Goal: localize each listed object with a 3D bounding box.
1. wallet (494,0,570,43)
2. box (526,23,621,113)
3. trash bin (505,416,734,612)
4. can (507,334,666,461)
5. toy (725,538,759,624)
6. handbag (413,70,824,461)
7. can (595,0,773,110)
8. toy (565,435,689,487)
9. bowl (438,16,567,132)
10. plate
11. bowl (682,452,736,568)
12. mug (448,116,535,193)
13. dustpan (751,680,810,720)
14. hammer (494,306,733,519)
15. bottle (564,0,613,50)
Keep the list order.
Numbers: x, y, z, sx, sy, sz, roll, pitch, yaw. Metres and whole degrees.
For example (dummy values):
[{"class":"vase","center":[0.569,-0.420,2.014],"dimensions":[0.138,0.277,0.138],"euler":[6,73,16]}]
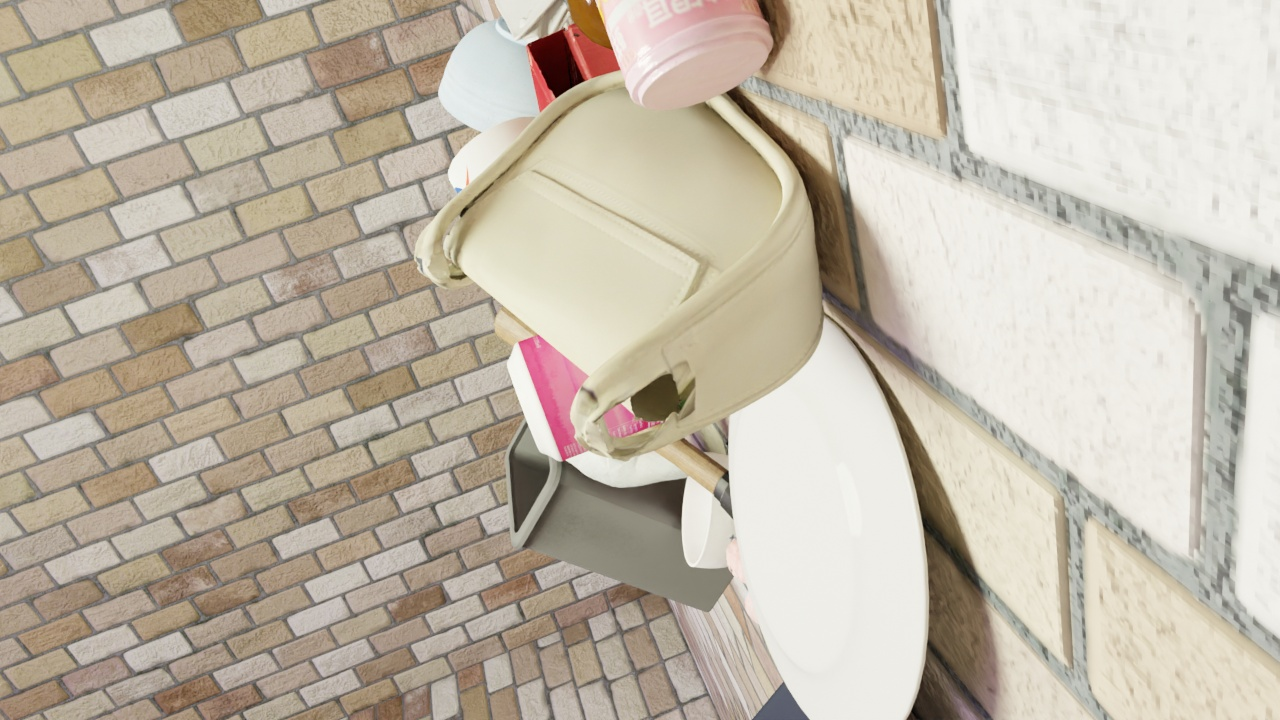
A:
[{"class":"wallet","center":[-0.077,-0.302,0.751],"dimensions":[0.032,0.086,0.116],"euler":[29,-153,-36]},{"class":"box","center":[-0.018,-0.146,0.657],"dimensions":[0.129,0.086,0.158],"euler":[95,153,-74]},{"class":"trash bin","center":[-0.021,0.146,0.962],"dimensions":[0.219,0.098,0.191],"euler":[24,-163,-19]},{"class":"can","center":[-0.004,0.004,0.642],"dimensions":[0.088,0.166,0.088],"euler":[158,91,-84]},{"class":"toy","center":[0.101,0.153,0.638],"dimensions":[0.105,0.053,0.108],"euler":[-25,91,55]},{"class":"handbag","center":[0.001,-0.042,0.474],"dimensions":[0.229,0.183,0.132],"euler":[38,154,48]},{"class":"can","center":[0.015,-0.159,0.406],"dimensions":[0.067,0.067,0.076],"euler":[124,126,-83]},{"class":"toy","center":[-0.005,-0.020,0.830],"dimensions":[0.127,0.187,0.265],"euler":[-8,-79,-59]},{"class":"bowl","center":[-0.101,-0.261,0.820],"dimensions":[0.150,0.150,0.075],"euler":[-117,32,-44]},{"class":"plate","center":[0.087,0.091,0.514],"dimensions":[0.243,0.016,0.242],"euler":[174,91,-76]},{"class":"bowl","center":[0.074,0.136,0.829],"dimensions":[0.105,0.054,0.105],"euler":[-175,91,-79]},{"class":"mug","center":[-0.093,-0.133,0.764],"dimensions":[0.090,0.091,0.121],"euler":[59,-175,8]},{"class":"dustpan","center":[0.161,0.323,0.581],"dimensions":[0.236,0.080,0.274],"euler":[54,139,32]},{"class":"hammer","center":[-0.007,0.041,0.738],"dimensions":[0.305,0.040,0.133],"euler":[36,143,24]},{"class":"bottle","center":[-0.011,-0.206,0.479],"dimensions":[0.068,0.068,0.157],"euler":[90,159,-73]}]
